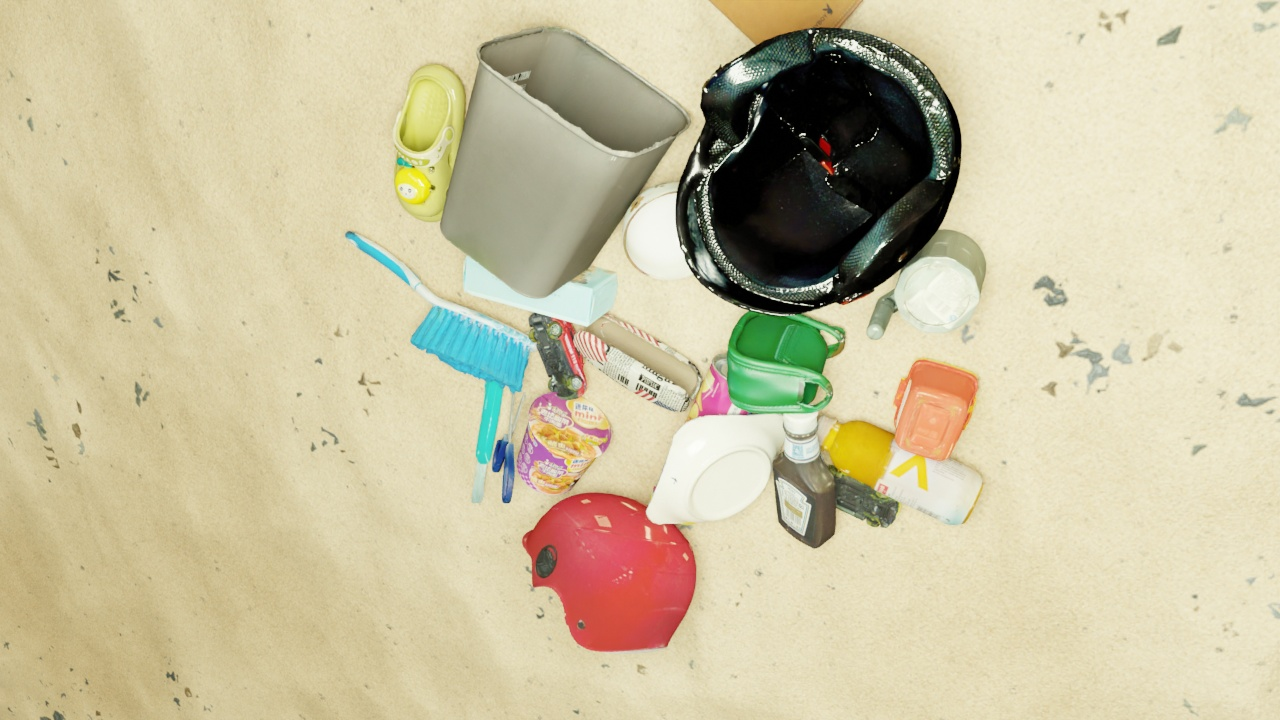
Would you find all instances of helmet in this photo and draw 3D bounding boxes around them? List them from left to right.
[{"bbox_3d":[-0.028,0.239,1.143,0.240,0.206,0.144,44,108,38],"label":"helmet"},{"bbox_3d":[0.170,-0.170,0.867,0.275,0.229,0.233,-41,77,29],"label":"helmet"}]

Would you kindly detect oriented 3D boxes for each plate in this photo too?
[{"bbox_3d":[0.097,0.135,1.070,0.034,0.163,0.165,53,134,46],"label":"plate"}]

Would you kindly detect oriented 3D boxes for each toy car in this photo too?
[{"bbox_3d":[-0.099,-0.009,1.148,0.053,0.045,0.120,-5,106,50],"label":"toy car"},{"bbox_3d":[0.254,0.156,1.077,0.105,0.032,0.048,23,120,26],"label":"toy car"}]

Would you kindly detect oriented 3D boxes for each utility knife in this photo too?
[{"bbox_3d":[-0.214,0.107,1.266,0.029,0.013,0.222,20,115,14],"label":"utility knife"}]

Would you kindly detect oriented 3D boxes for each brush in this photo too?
[{"bbox_3d":[-0.272,-0.065,1.190,0.314,0.060,0.109,23,75,9],"label":"brush"}]

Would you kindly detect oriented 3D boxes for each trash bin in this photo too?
[{"bbox_3d":[-0.097,-0.209,0.994,0.198,0.198,0.220,38,127,7],"label":"trash bin"}]

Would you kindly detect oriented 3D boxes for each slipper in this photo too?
[{"bbox_3d":[-0.266,-0.258,1.103,0.092,0.081,0.191,21,115,17],"label":"slipper"}]

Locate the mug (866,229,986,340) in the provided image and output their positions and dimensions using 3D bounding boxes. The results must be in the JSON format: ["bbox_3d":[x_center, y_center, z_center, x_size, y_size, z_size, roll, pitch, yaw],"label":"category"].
[{"bbox_3d":[0.287,-0.069,0.930,0.124,0.103,0.083,-36,94,29],"label":"mug"}]

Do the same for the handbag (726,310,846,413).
[{"bbox_3d":[0.157,-0.002,0.999,0.120,0.131,0.068,7,122,16],"label":"handbag"}]

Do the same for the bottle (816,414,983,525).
[{"bbox_3d":[0.282,0.117,1.027,0.189,0.067,0.068,25,118,15],"label":"bottle"}]

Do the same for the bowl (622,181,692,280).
[{"bbox_3d":[0.033,-0.153,1.017,0.113,0.062,0.114,-6,132,-7],"label":"bowl"}]

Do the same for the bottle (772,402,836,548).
[{"bbox_3d":[0.185,0.128,1.045,0.080,0.044,0.195,34,146,42],"label":"bottle"}]

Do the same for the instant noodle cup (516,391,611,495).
[{"bbox_3d":[-0.106,0.112,1.174,0.111,0.111,0.099,36,128,6],"label":"instant noodle cup"}]

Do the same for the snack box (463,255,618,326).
[{"bbox_3d":[-0.121,-0.095,1.110,0.175,0.074,0.052,16,116,16],"label":"snack box"}]

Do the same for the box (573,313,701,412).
[{"bbox_3d":[-0.011,0.013,1.104,0.163,0.081,0.075,31,128,7],"label":"box"}]

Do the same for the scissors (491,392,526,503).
[{"bbox_3d":[-0.174,0.108,1.208,0.012,0.162,0.176,8,148,-20],"label":"scissors"}]

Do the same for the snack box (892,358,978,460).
[{"bbox_3d":[0.312,0.055,0.983,0.082,0.079,0.091,18,117,16],"label":"snack box"}]

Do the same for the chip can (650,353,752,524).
[{"bbox_3d":[0.080,0.096,1.104,0.071,0.071,0.211,28,118,11],"label":"chip can"}]

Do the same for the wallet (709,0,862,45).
[{"bbox_3d":[0.145,-0.369,0.912,0.130,0.035,0.119,44,126,1],"label":"wallet"}]
